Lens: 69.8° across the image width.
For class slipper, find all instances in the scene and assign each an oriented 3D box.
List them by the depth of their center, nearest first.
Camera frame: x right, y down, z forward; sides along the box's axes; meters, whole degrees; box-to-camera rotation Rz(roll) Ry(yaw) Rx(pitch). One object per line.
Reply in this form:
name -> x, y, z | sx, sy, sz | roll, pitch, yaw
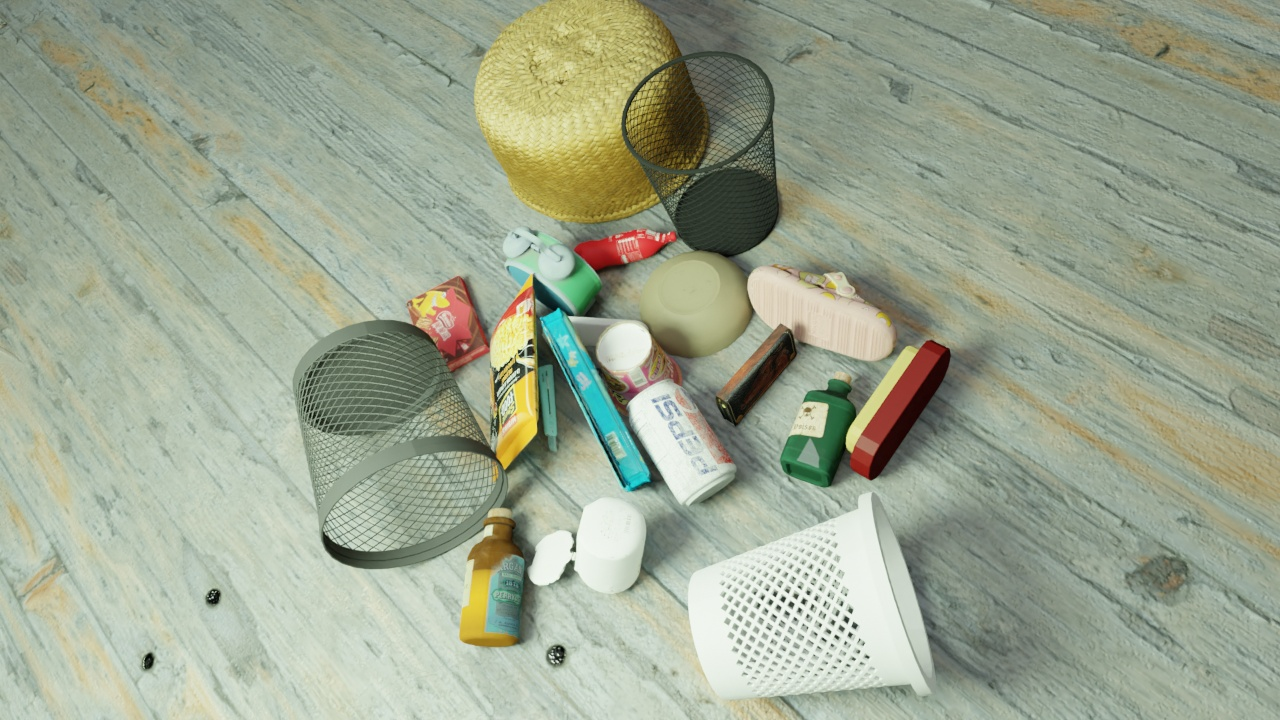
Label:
slipper -> 0.228, -0.067, 1.121 | 0.197, 0.093, 0.081 | 27, 54, 25

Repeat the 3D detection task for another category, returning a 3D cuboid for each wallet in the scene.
wallet -> 0.140, 0.017, 1.103 | 0.019, 0.072, 0.123 | 36, 77, 29

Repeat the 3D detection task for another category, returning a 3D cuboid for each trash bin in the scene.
trash bin -> 0.166, 0.253, 0.921 | 0.200, 0.195, 0.195 | -19, 59, 17
trash bin -> -0.303, 0.096, 1.119 | 0.218, 0.218, 0.227 | -31, 55, -1
trash bin -> 0.093, -0.249, 1.174 | 0.184, 0.210, 0.183 | -7, 62, 13

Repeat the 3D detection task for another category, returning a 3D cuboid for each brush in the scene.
brush -> 0.286, 0.052, 1.035 | 0.042, 0.082, 0.173 | 31, 76, 27

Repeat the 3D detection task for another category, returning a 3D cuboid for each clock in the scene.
clock -> -0.118, -0.124, 1.201 | 0.122, 0.162, 0.075 | 30, 76, 26

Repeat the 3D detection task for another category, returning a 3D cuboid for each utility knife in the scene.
utility knife -> -0.119, 0.062, 1.192 | 0.022, 0.015, 0.126 | 2, 61, -18

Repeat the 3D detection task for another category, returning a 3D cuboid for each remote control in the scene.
remote control -> -0.057, -0.036, 1.174 | 0.136, 0.043, 0.013 | 3, 49, -6

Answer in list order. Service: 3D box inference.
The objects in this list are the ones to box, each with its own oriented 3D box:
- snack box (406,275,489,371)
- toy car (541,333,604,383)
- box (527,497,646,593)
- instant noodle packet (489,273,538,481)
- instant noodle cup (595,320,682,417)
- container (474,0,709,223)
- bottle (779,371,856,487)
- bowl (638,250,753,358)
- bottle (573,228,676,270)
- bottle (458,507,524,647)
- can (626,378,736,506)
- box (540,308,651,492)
snack box -> -0.272, -0.048, 1.289 | 0.089, 0.021, 0.133 | -27, 59, 2
toy car -> -0.091, -0.007, 1.207 | 0.039, 0.039, 0.113 | -44, 59, 16
box -> -0.065, 0.212, 1.048 | 0.141, 0.140, 0.083 | 7, 51, 3
instant noodle packet -> -0.162, 0.022, 1.160 | 0.032, 0.160, 0.220 | 9, 59, -25
instant noodle cup -> -0.007, 0.007, 1.131 | 0.098, 0.109, 0.097 | -7, 62, 12
container -> -0.072, -0.363, 1.294 | 0.307, 0.196, 0.306 | -7, 64, 13
bottle -> 0.212, 0.073, 1.058 | 0.061, 0.061, 0.131 | 18, 70, 21
bowl -> 0.068, -0.082, 1.188 | 0.152, 0.050, 0.152 | -7, 62, 13
bottle -> -0.020, -0.154, 1.257 | 0.142, 0.042, 0.041 | -12, 61, 10
bottle -> -0.171, 0.251, 1.078 | 0.068, 0.068, 0.156 | -6, 62, 14
can -> 0.046, 0.095, 1.071 | 0.078, 0.078, 0.136 | -33, 74, -2
box -> -0.055, 0.050, 1.090 | 0.041, 0.094, 0.226 | -28, 82, -3
